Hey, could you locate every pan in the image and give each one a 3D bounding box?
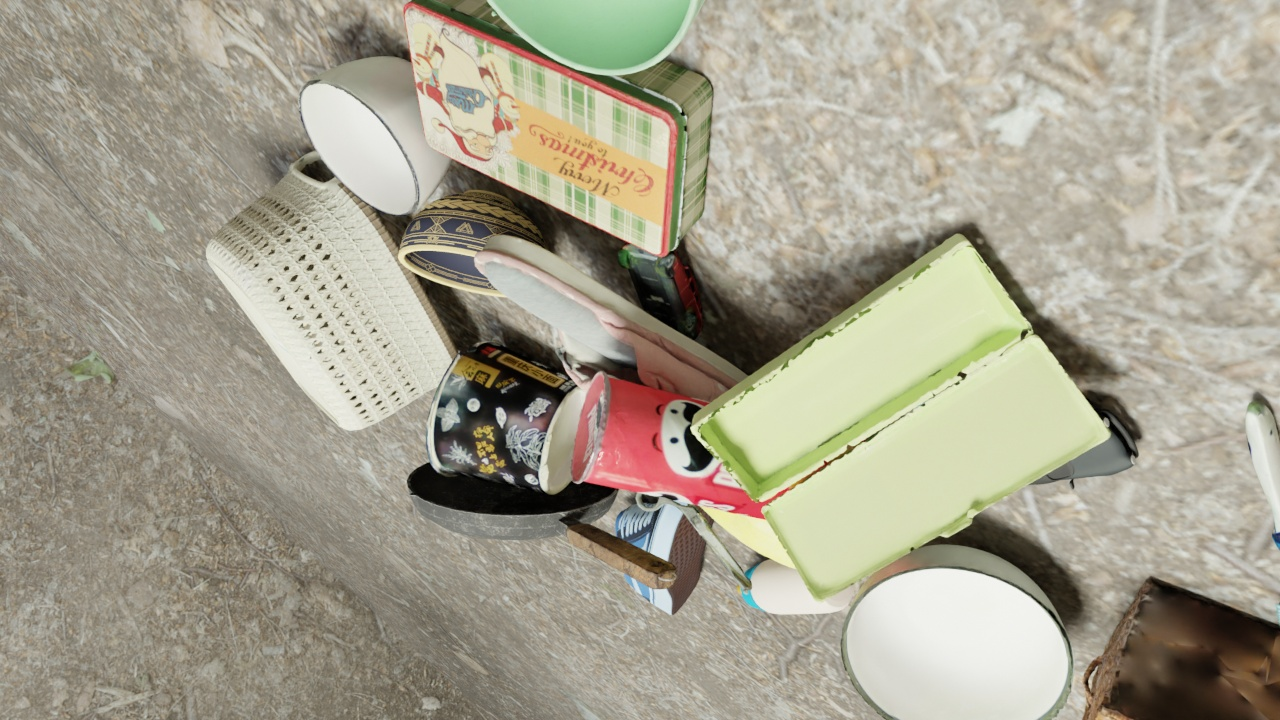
[{"bbox_3d":[-0.078,0.142,0.821,0.357,0.207,0.040,19,109,54],"label":"pan"}]

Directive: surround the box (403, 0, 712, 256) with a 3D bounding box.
[{"bbox_3d":[-0.054,-0.153,0.575,0.205,0.049,0.118,28,149,18],"label":"box"}]

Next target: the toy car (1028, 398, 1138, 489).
[{"bbox_3d":[0.231,0.053,0.541,0.046,0.034,0.112,49,149,-15],"label":"toy car"}]

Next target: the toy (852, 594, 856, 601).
[{"bbox_3d":[0.216,0.212,0.756,0.063,0.047,0.110,46,154,7],"label":"toy"}]

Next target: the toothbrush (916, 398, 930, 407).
[{"bbox_3d":[0.157,0.030,0.612,0.181,0.016,0.016,-2,130,51],"label":"toothbrush"}]

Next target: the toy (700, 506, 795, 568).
[{"bbox_3d":[0.091,0.112,0.720,0.170,0.064,0.155,33,179,1],"label":"toy"}]

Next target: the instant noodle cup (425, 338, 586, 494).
[{"bbox_3d":[-0.111,0.057,0.844,0.112,0.137,0.137,16,143,18],"label":"instant noodle cup"}]

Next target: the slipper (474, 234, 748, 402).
[{"bbox_3d":[-0.004,0.004,0.653,0.274,0.054,0.114,33,164,-22],"label":"slipper"}]

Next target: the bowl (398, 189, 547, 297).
[{"bbox_3d":[-0.122,-0.094,0.701,0.112,0.061,0.112,10,169,2],"label":"bowl"}]

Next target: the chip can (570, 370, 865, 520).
[{"bbox_3d":[0.076,0.069,0.602,0.233,0.073,0.073,14,153,-13],"label":"chip can"}]

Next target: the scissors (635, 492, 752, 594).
[{"bbox_3d":[0.049,0.121,0.769,0.170,0.095,0.014,23,179,41],"label":"scissors"}]

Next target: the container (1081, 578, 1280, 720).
[{"bbox_3d":[0.370,0.235,0.548,0.199,0.113,0.113,19,139,29],"label":"container"}]

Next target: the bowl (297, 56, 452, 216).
[{"bbox_3d":[-0.187,-0.172,0.678,0.116,0.065,0.116,28,148,19],"label":"bowl"}]

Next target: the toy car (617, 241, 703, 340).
[{"bbox_3d":[0.017,-0.051,0.637,0.042,0.036,0.091,16,148,37],"label":"toy car"}]

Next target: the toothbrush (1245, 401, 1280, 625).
[{"bbox_3d":[0.340,0.091,0.489,0.017,0.016,0.189,14,142,53],"label":"toothbrush"}]

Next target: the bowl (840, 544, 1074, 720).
[{"bbox_3d":[0.227,0.195,0.665,0.153,0.072,0.154,8,115,16],"label":"bowl"}]

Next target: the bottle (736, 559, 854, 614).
[{"bbox_3d":[0.131,0.205,0.834,0.051,0.051,0.146,46,149,-10],"label":"bottle"}]

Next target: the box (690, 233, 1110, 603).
[{"bbox_3d":[0.138,0.036,0.513,0.188,0.043,0.141,-38,84,21],"label":"box"}]

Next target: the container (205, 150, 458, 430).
[{"bbox_3d":[-0.283,-0.056,0.862,0.185,0.142,0.246,28,150,45],"label":"container"}]

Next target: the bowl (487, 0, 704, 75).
[{"bbox_3d":[-0.018,-0.216,0.419,0.151,0.076,0.151,28,148,20],"label":"bowl"}]

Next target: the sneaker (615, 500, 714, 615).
[{"bbox_3d":[0.009,0.174,0.903,0.098,0.083,0.242,33,151,19],"label":"sneaker"}]
